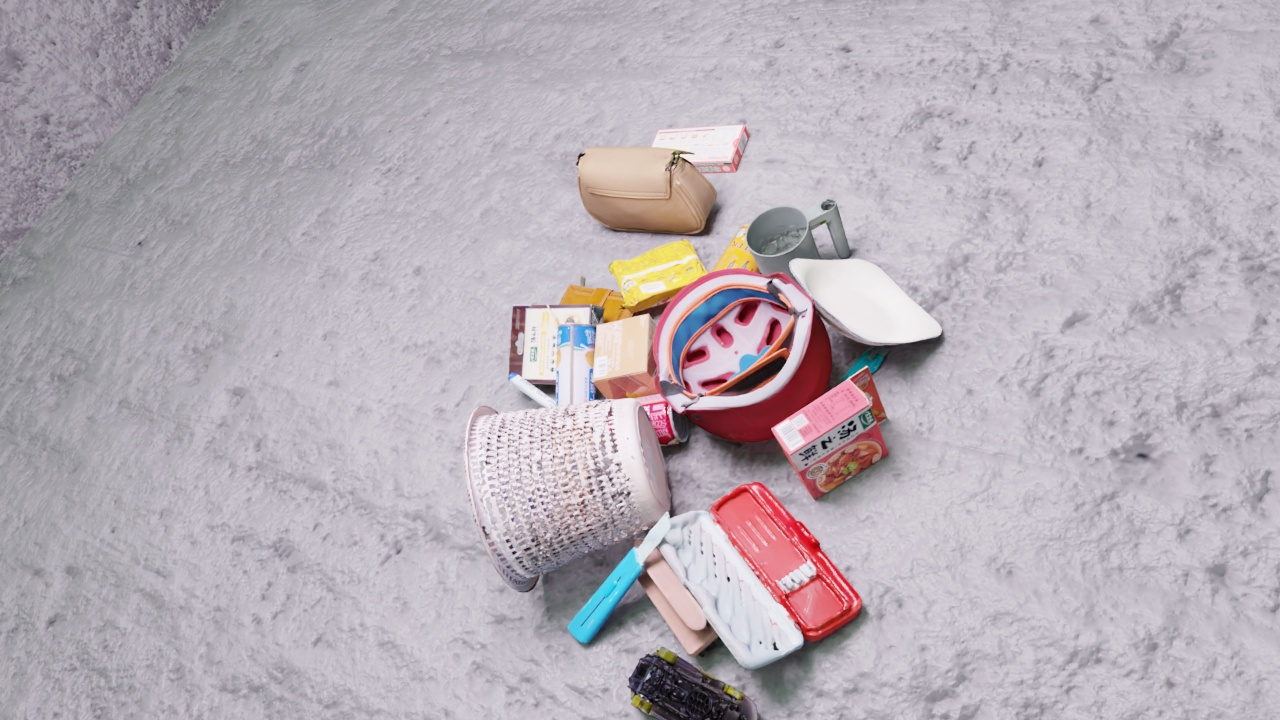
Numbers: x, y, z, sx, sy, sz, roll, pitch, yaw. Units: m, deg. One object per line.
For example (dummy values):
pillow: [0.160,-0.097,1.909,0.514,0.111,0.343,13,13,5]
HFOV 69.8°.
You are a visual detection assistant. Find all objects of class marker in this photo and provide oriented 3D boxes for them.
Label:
marker: [-0.124,0.060,1.256,0.146,0.017,0.017,34,76,19]

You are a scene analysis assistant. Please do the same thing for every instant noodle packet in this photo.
instant noodle packet: [0.025,-0.118,1.303,0.128,0.044,0.110,-17,43,-5]

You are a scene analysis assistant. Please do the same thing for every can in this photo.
can: [0.127,-0.115,1.252,0.058,0.058,0.145,21,70,37]
can: [0.008,0.079,1.171,0.094,0.066,0.066,-11,54,20]
can: [-0.085,0.021,1.214,0.053,0.053,0.134,-4,80,25]

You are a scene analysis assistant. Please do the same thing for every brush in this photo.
brush: [0.041,0.256,1.026,0.063,0.073,0.145,-41,47,-3]

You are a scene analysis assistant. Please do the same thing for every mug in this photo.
mug: [0.210,-0.146,1.201,0.124,0.103,0.083,-25,50,9]

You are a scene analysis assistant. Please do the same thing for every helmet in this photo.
helmet: [0.130,0.003,1.115,0.207,0.144,0.240,-42,35,3]

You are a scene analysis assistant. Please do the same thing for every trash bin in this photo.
trash bin: [-0.075,0.139,1.079,0.192,0.227,0.227,-16,52,9]

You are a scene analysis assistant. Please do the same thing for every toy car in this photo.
toy car: [0.054,0.360,0.965,0.158,0.042,0.070,19,68,37]

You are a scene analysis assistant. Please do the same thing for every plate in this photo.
plate: [0.266,-0.065,1.113,0.163,0.164,0.034,55,135,37]

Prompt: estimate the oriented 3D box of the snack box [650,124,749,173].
snack box: [0.087,-0.332,1.446,0.156,0.027,0.076,5,61,31]

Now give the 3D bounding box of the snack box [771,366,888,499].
snack box: [0.223,0.084,1.024,0.127,0.113,0.044,-33,47,3]

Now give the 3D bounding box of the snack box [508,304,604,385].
snack box: [-0.117,-0.021,1.289,0.126,0.053,0.113,1,86,28]

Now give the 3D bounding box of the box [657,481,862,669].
box: [0.122,0.227,0.996,0.160,0.050,0.201,-21,46,-20]

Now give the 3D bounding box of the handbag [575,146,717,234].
handbag: [0.007,-0.258,1.356,0.205,0.148,0.099,9,64,27]

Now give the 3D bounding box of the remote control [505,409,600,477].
remote control: [-0.121,0.116,1.243,0.150,0.021,0.058,24,71,37]

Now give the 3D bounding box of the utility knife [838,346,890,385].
utility knife: [0.241,0.046,1.108,0.029,0.013,0.178,29,74,40]

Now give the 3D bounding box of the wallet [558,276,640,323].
wallet: [-0.067,-0.063,1.337,0.131,0.035,0.118,10,66,29]

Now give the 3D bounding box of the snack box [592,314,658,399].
snack box: [-0.007,0.007,1.211,0.077,0.094,0.092,-12,53,20]

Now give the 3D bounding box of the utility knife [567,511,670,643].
utility knife: [-0.021,0.247,1.037,0.208,0.018,0.034,-55,48,24]
